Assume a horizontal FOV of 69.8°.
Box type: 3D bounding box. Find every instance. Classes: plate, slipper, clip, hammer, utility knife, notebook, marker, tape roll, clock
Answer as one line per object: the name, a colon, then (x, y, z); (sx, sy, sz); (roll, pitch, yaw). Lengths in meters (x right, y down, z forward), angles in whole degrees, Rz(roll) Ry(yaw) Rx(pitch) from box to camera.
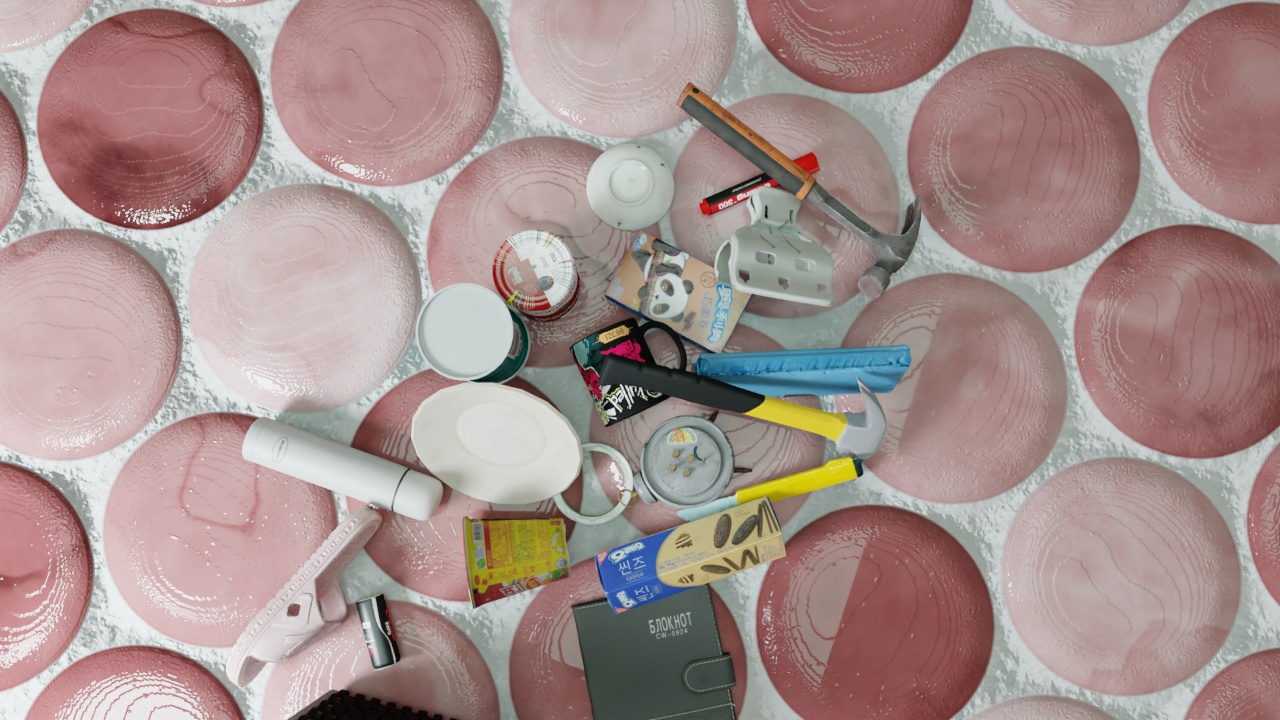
plate: (-0.012, -0.206, 1.072); (0.104, 0.026, 0.104); (0, 86, 0)
slipper: (-0.359, 0.269, 1.013); (0.064, 0.094, 0.239); (37, 84, 8)
plate: (-0.156, 0.087, 1.008); (0.189, 0.027, 0.189); (4, 131, 5)
clip: (0.146, -0.119, 1.045); (0.126, 0.099, 0.152); (10, 51, -19)
hammer: (0.178, -0.215, 1.034); (0.314, 0.035, 0.137); (38, 64, 3)
utility knife: (0.145, 0.147, 1.033); (0.217, 0.019, 0.030); (-19, 108, 9)
hammer: (0.114, 0.045, 0.986); (0.323, 0.029, 0.127); (15, 125, -12)
notebook: (0.022, 0.365, 1.037); (0.169, 0.029, 0.209); (-11, 88, 0)
marker: (0.139, -0.204, 1.073); (0.145, 0.021, 0.023); (-24, 94, -1)
tape roll: (-0.055, 0.141, 1.055); (0.094, 0.018, 0.094); (0, 87, 1)
clock: (0.042, 0.122, 1.030); (0.148, 0.056, 0.104); (-29, 74, -1)

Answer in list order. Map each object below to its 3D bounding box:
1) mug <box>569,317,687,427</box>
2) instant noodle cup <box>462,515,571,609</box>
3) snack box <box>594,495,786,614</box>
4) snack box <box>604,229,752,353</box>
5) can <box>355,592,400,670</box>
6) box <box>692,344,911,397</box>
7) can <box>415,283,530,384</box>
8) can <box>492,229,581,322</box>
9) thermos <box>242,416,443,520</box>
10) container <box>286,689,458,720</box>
mug: (-0.006, 0.006, 1.030); (0.118, 0.082, 0.098); (-25, 86, 1)
instant noodle cup: (-0.136, 0.217, 1.017); (0.112, 0.100, 0.100); (-6, 86, -8)
snack box: (0.056, 0.217, 1.019); (0.207, 0.056, 0.057); (-19, 48, -1)
snack box: (0.045, -0.077, 1.059); (0.151, 0.034, 0.087); (28, 87, 2)
can: (-0.297, 0.307, 1.040); (0.031, 0.031, 0.080); (-16, 86, -1)
box: (0.177, 0.016, 1.024); (0.231, 0.093, 0.054); (-2, 86, -1)
can: (-0.178, -0.024, 1.003); (0.099, 0.144, 0.099); (0, 86, 0)
can: (-0.113, -0.091, 1.020); (0.086, 0.116, 0.086); (0, 86, 0)
thermos: (-0.335, 0.124, 1.041); (0.224, 0.052, 0.052); (19, 87, 2)
container: (-0.268, 0.500, 0.925); (0.244, 0.247, 0.245); (17, 86, 5)
